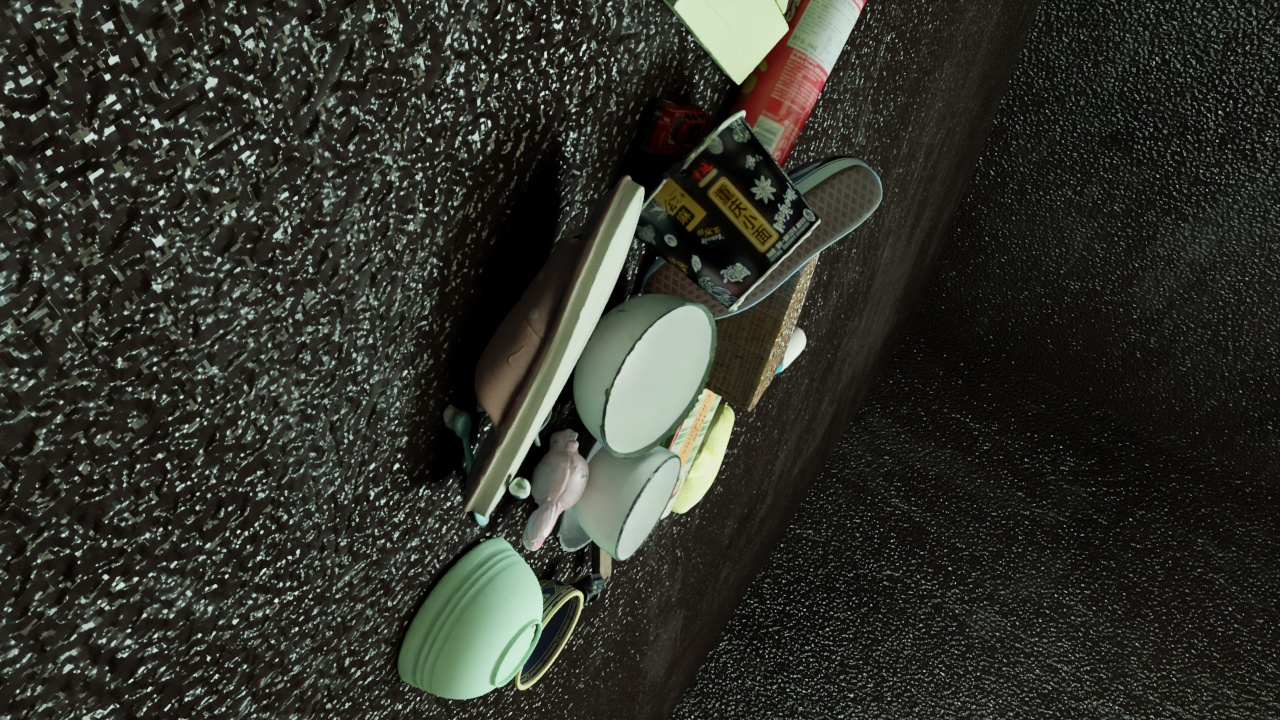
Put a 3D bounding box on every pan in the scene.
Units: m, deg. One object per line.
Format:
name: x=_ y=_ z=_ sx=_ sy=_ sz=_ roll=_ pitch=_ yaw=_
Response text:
pan: x=-0.043 y=0.154 z=1.010 sx=0.207 sy=0.040 sz=0.358 roll=-47 pitch=158 yaw=-38

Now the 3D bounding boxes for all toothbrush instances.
toothbrush: x=-0.132 y=0.087 z=0.715 sx=0.016 sy=0.016 sz=0.181 roll=-53 pitch=161 yaw=-30
toothbrush: x=-0.097 y=0.103 z=0.742 sx=0.189 sy=0.016 sz=0.017 roll=127 pitch=-16 yaw=-77

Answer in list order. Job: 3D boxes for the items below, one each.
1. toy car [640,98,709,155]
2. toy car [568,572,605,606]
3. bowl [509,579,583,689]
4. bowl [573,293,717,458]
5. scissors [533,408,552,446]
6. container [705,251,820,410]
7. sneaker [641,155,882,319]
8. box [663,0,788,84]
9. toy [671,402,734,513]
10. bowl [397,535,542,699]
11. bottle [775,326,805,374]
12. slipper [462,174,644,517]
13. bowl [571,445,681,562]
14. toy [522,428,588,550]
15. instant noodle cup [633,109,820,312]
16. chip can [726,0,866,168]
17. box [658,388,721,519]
toy car: x=0.032 y=-0.185 z=0.736 sx=0.091 sy=0.036 sz=0.042 roll=-33 pitch=147 yaw=-66
toy car: x=-0.089 y=0.277 z=1.035 sx=0.112 sy=0.034 sz=0.046 roll=-39 pitch=162 yaw=9
bowl: x=-0.116 y=0.271 z=0.942 sx=0.112 sy=0.061 sz=0.113 roll=-51 pitch=159 yaw=-29
bowl: x=-0.005 y=0.005 z=0.819 sx=0.153 sy=0.073 sz=0.154 roll=-36 pitch=144 yaw=-33
scissors: x=-0.071 y=0.006 z=0.763 sx=0.170 sy=0.014 sz=0.094 roll=-61 pitch=160 yaw=7
container: x=0.115 y=-0.065 z=0.998 sx=0.112 sy=0.114 sz=0.199 roll=-44 pitch=156 yaw=-50
sneaker: x=0.109 y=-0.117 z=0.878 sx=0.241 sy=0.083 sz=0.098 roll=-30 pitch=-159 yaw=5
box: x=0.082 y=-0.299 z=0.702 sx=0.141 sy=0.044 sz=0.187 roll=-66 pitch=161 yaw=6
toy: x=0.082 y=0.135 z=1.270 sx=0.170 sy=0.064 sz=0.154 roll=-63 pitch=167 yaw=3
bowl: x=-0.138 y=0.241 z=0.820 sx=0.150 sy=0.077 sz=0.151 roll=-51 pitch=159 yaw=-28
bottle: x=0.209 y=-0.009 z=1.420 sx=0.145 sy=0.051 sz=0.051 roll=-38 pitch=150 yaw=-51
slipper: x=-0.074 y=-0.009 z=0.648 sx=0.275 sy=0.054 sz=0.114 roll=-63 pitch=178 yaw=19
bowl: x=-0.017 y=0.127 z=0.881 sx=0.116 sy=0.066 sz=0.116 roll=-50 pitch=158 yaw=-30
toy: x=-0.077 y=0.118 z=0.826 sx=0.109 sy=0.047 sz=0.064 roll=-67 pitch=-169 yaw=-19
instant noodle cup: x=0.073 y=-0.115 z=0.747 sx=0.137 sy=0.112 sz=0.137 roll=-45 pitch=179 yaw=-1
chip can: x=0.145 y=-0.280 z=0.838 sx=0.233 sy=0.073 sz=0.073 roll=-64 pitch=161 yaw=8
box: x=0.033 y=0.109 z=1.130 sx=0.206 sy=0.050 sz=0.117 roll=-67 pitch=162 yaw=13
